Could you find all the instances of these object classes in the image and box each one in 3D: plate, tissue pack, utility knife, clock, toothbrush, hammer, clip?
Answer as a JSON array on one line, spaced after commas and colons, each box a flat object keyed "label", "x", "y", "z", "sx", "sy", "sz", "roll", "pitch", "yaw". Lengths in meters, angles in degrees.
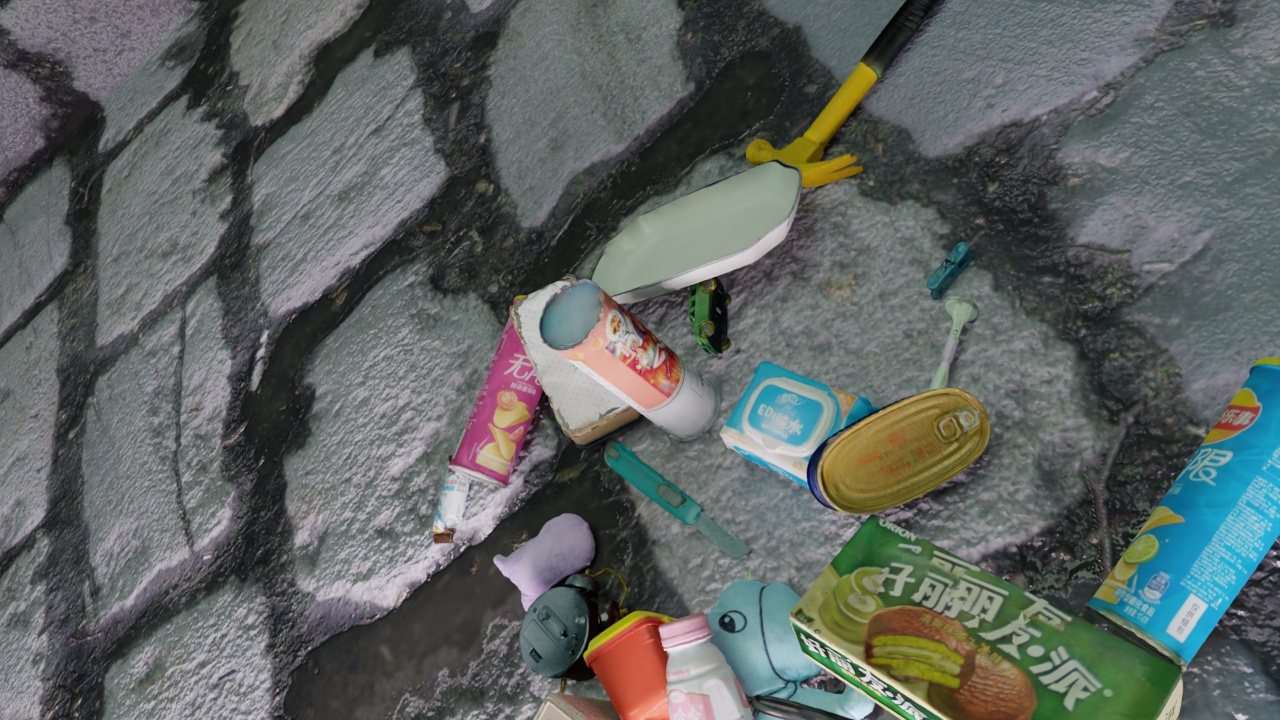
[{"label": "plate", "x": 0.058, "y": -0.127, "z": 0.975, "sx": 0.266, "sy": 0.034, "sz": 0.161, "roll": -17, "pitch": 36, "yaw": 32}, {"label": "tissue pack", "x": 0.145, "y": 0.061, "z": 0.822, "sx": 0.140, "sy": 0.063, "sz": 0.090, "roll": 24, "pitch": 81, "yaw": 41}, {"label": "utility knife", "x": 0.028, "y": 0.132, "z": 0.899, "sx": 0.216, "sy": 0.013, "sz": 0.029, "roll": 32, "pitch": 86, "yaw": 42}, {"label": "clock", "x": -0.059, "y": 0.251, "z": 0.868, "sx": 0.122, "sy": 0.055, "sz": 0.082, "roll": -53, "pitch": 47, "yaw": -2}, {"label": "toothbrush", "x": 0.253, "y": 0.033, "z": 0.791, "sx": 0.029, "sy": 0.020, "sz": 0.189, "roll": 20, "pitch": 77, "yaw": 7}, {"label": "hammer", "x": 0.244, "y": -0.309, "z": 0.977, "sx": 0.300, "sy": 0.033, "sz": 0.129, "roll": -53, "pitch": 48, "yaw": 0}, {"label": "toothbrush", "x": 0.170, "y": 0.278, "z": 0.687, "sx": 0.181, "sy": 0.018, "sz": 0.015, "roll": 7, "pitch": 80, "yaw": 23}, {"label": "clip", "x": 0.281, "y": -0.082, "z": 0.833, "sx": 0.014, "sy": 0.042, "sz": 0.056, "roll": 36, "pitch": 87, "yaw": 39}]

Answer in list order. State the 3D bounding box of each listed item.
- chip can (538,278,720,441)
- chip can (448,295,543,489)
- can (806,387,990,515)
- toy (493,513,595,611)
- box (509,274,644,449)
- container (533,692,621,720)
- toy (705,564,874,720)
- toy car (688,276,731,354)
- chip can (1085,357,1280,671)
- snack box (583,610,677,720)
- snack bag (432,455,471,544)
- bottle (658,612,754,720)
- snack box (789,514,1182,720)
[{"label": "chip can", "x": -0.005, "y": 0.005, "z": 0.857, "sx": 0.071, "sy": 0.214, "sz": 0.071, "roll": -17, "pitch": 57, "yaw": 27}, {"label": "chip can", "x": -0.146, "y": 0.035, "z": 1.039, "sx": 0.071, "sy": 0.071, "sz": 0.210, "roll": 7, "pitch": 71, "yaw": 38}, {"label": "can", "x": 0.207, "y": 0.074, "z": 0.743, "sx": 0.148, "sy": 0.049, "sz": 0.074, "roll": -27, "pitch": 86, "yaw": -5}, {"label": "toy", "x": -0.091, "y": 0.202, "z": 0.929, "sx": 0.108, "sy": 0.039, "sz": 0.084, "roll": -39, "pitch": 67, "yaw": 7}, {"label": "box", "x": -0.065, "y": 0.006, "z": 0.967, "sx": 0.090, "sy": 0.061, "sz": 0.184, "roll": -25, "pitch": 72, "yaw": 2}, {"label": "container", "x": -0.041, "y": 0.337, "z": 0.769, "sx": 0.090, "sy": 0.111, "sz": 0.090, "roll": 23, "pitch": 80, "yaw": 41}, {"label": "toy", "x": 0.110, "y": 0.247, "z": 0.754, "sx": 0.162, "sy": 0.050, "sz": 0.156, "roll": -6, "pitch": 62, "yaw": 24}, {"label": "toy car", "x": 0.071, "y": -0.048, "z": 0.949, "sx": 0.036, "sy": 0.043, "sz": 0.091, "roll": -16, "pitch": 55, "yaw": 26}, {"label": "chip can", "x": 0.392, "y": 0.102, "z": 0.619, "sx": 0.071, "sy": 0.071, "sz": 0.210, "roll": 35, "pitch": 89, "yaw": 42}, {"label": "snack box", "x": 0.010, "y": 0.266, "z": 0.789, "sx": 0.082, "sy": 0.091, "sz": 0.080, "roll": -38, "pitch": 56, "yaw": 13}, {"label": "snack bag", "x": -0.215, "y": 0.158, "z": 1.050, "sx": 0.048, "sy": 0.026, "sz": 0.104, "roll": -12, "pitch": 58, "yaw": 44}, {"label": "bottle", "x": 0.060, "y": 0.297, "z": 0.709, "sx": 0.068, "sy": 0.068, "sz": 0.196, "roll": -24, "pitch": 75, "yaw": 23}, {"label": "snack box", "x": 0.234, "y": 0.214, "z": 0.652, "sx": 0.114, "sy": 0.063, "sz": 0.240, "roll": -43, "pitch": 44, "yaw": -22}]
